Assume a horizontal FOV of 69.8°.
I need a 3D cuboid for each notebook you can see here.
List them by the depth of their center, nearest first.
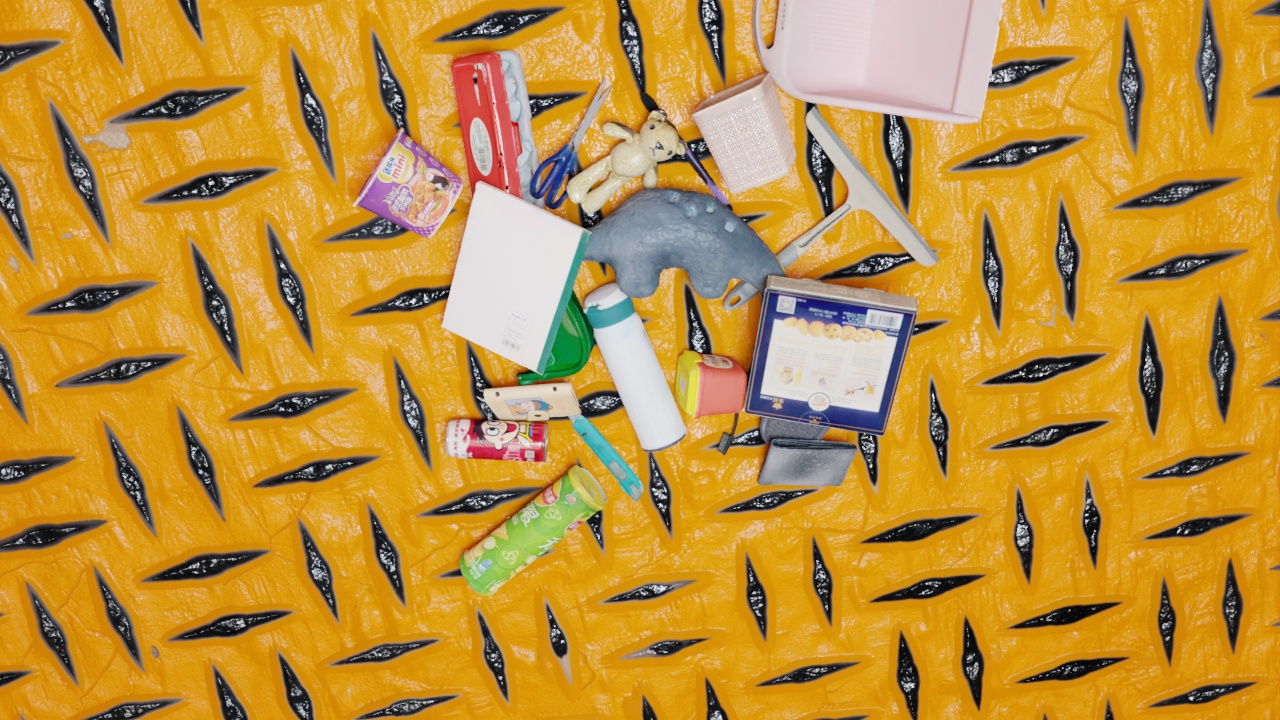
[{"bbox_3d":[-0.157,-0.096,1.121,0.150,0.012,0.210,26,121,6],"label":"notebook"}]

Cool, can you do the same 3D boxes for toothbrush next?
[{"bbox_3d":[0.059,-0.261,1.153,0.014,0.016,0.189,-34,109,20],"label":"toothbrush"},{"bbox_3d":[0.138,0.043,1.249,0.016,0.014,0.190,21,106,16],"label":"toothbrush"}]

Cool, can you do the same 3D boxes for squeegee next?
[{"bbox_3d":[0.205,-0.146,1.180,0.247,0.039,0.246,-40,92,15],"label":"squeegee"}]

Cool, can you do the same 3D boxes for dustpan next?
[{"bbox_3d":[0.257,-0.385,1.024,0.138,0.273,0.223,-4,106,-28],"label":"dustpan"}]

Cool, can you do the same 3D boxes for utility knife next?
[{"bbox_3d":[-0.046,0.133,1.269,0.029,0.013,0.161,-37,105,7],"label":"utility knife"}]

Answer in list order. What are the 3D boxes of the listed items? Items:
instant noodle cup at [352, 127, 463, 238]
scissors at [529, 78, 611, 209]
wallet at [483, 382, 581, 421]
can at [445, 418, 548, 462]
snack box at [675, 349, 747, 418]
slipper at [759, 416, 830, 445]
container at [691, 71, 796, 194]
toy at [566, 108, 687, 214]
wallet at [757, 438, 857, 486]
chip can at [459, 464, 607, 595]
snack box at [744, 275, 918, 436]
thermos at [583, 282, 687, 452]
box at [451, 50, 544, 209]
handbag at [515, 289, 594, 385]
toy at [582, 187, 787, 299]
[{"bbox_3d":[-0.276,-0.208,1.108,0.099,0.111,0.112,31,103,-19],"label":"instant noodle cup"},{"bbox_3d":[-0.077,-0.263,1.135,0.012,0.128,0.173,32,67,26],"label":"scissors"},{"bbox_3d":[-0.141,0.056,1.214,0.115,0.024,0.087,-6,149,4],"label":"wallet"},{"bbox_3d":[-0.191,0.107,1.233,0.132,0.053,0.053,3,107,-3],"label":"can"},{"bbox_3d":[0.093,0.033,1.206,0.080,0.091,0.082,2,108,-11],"label":"snack box"},{"bbox_3d":[0.241,0.006,1.215,0.110,0.083,0.269,24,123,-5],"label":"slipper"},{"bbox_3d":[0.130,-0.271,1.103,0.090,0.089,0.111,-17,111,25],"label":"container"},{"bbox_3d":[-0.020,-0.240,1.126,0.157,0.066,0.105,-34,112,14],"label":"toy"},{"bbox_3d":[0.228,0.143,1.259,0.121,0.019,0.097,3,141,-4],"label":"wallet"},{"bbox_3d":[-0.151,0.237,1.266,0.221,0.072,0.072,-39,105,9],"label":"chip can"},{"bbox_3d":[0.231,-0.005,1.134,0.178,0.045,0.183,10,120,6],"label":"snack box"},{"bbox_3d":[-0.007,0.007,1.203,0.073,0.073,0.224,-21,108,4],"label":"thermos"},{"bbox_3d":[-0.168,-0.272,1.122,0.095,0.091,0.201,9,114,40],"label":"box"},{"bbox_3d":[-0.127,-0.038,1.183,0.120,0.068,0.131,-24,108,11],"label":"handbag"},{"bbox_3d":[0.042,-0.144,1.139,0.356,0.091,0.138,8,107,-2],"label":"toy"}]
